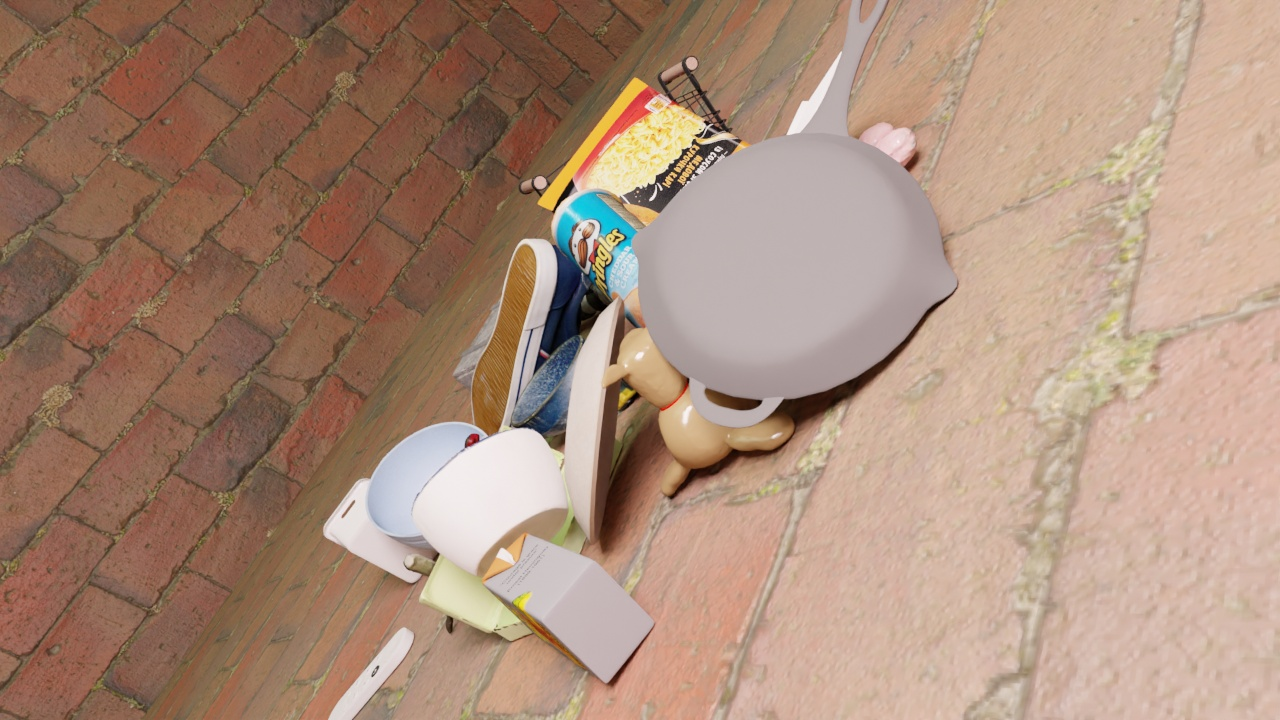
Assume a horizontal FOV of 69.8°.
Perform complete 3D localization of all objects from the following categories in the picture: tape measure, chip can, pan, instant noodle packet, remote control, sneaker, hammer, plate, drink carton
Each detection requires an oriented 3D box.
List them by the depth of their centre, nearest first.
[{"bbox_3d":[0.108,-0.124,0.596,0.217,0.024,0.353,12,70,28],"label":"pan"},{"bbox_3d":[-0.051,0.161,0.611,0.048,0.076,0.125,-47,17,-20],"label":"drink carton"},{"bbox_3d":[-0.036,0.045,0.701,0.188,0.027,0.188,11,-95,-88],"label":"plate"},{"bbox_3d":[0.112,-0.145,0.731,0.208,0.015,0.208,26,-93,-85],"label":"plate"},{"bbox_3d":[0.009,-0.064,0.768,0.080,0.079,0.229,-50,48,8],"label":"chip can"},{"bbox_3d":[-0.005,0.005,0.864,0.063,0.038,0.067,-46,13,46],"label":"tape measure"},{"bbox_3d":[0.030,-0.163,0.877,0.159,0.221,0.032,-53,-22,-4],"label":"instant noodle packet"},{"bbox_3d":[-0.280,0.332,0.949,0.136,0.013,0.043,-50,17,7],"label":"remote control"},{"bbox_3d":[-0.113,-0.005,1.059,0.120,0.127,0.295,55,132,43],"label":"sneaker"},{"bbox_3d":[-0.108,-0.056,1.194,0.327,0.079,0.176,-22,34,48],"label":"hammer"}]

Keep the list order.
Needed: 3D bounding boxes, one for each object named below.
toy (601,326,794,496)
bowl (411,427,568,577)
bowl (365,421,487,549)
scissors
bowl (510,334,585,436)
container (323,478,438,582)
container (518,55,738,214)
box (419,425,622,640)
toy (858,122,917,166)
[{"bbox_3d":[0.031,0.022,0.630,0.134,0.108,0.105,-33,13,46],"label":"toy"},{"bbox_3d":[-0.106,0.113,0.694,0.116,0.065,0.116,-32,-24,-17],"label":"bowl"},{"bbox_3d":[-0.215,0.148,1.006,0.151,0.075,0.150,-13,45,13],"label":"bowl"},{"bbox_3d":[-0.169,0.166,0.804,0.179,0.015,0.199,-44,-36,-75],"label":"scissors"},{"bbox_3d":[-0.075,0.037,0.934,0.114,0.060,0.114,-46,16,18],"label":"bowl"},{"bbox_3d":[-0.288,0.202,1.059,0.080,0.129,0.049,-54,35,-8],"label":"container"},{"bbox_3d":[-0.008,-0.233,1.103,0.241,0.130,0.163,-40,16,-7],"label":"container"},{"bbox_3d":[-0.093,0.142,0.778,0.130,0.064,0.187,4,45,17],"label":"box"},{"bbox_3d":[0.162,-0.141,0.705,0.105,0.053,0.108,-40,15,8],"label":"toy"}]
